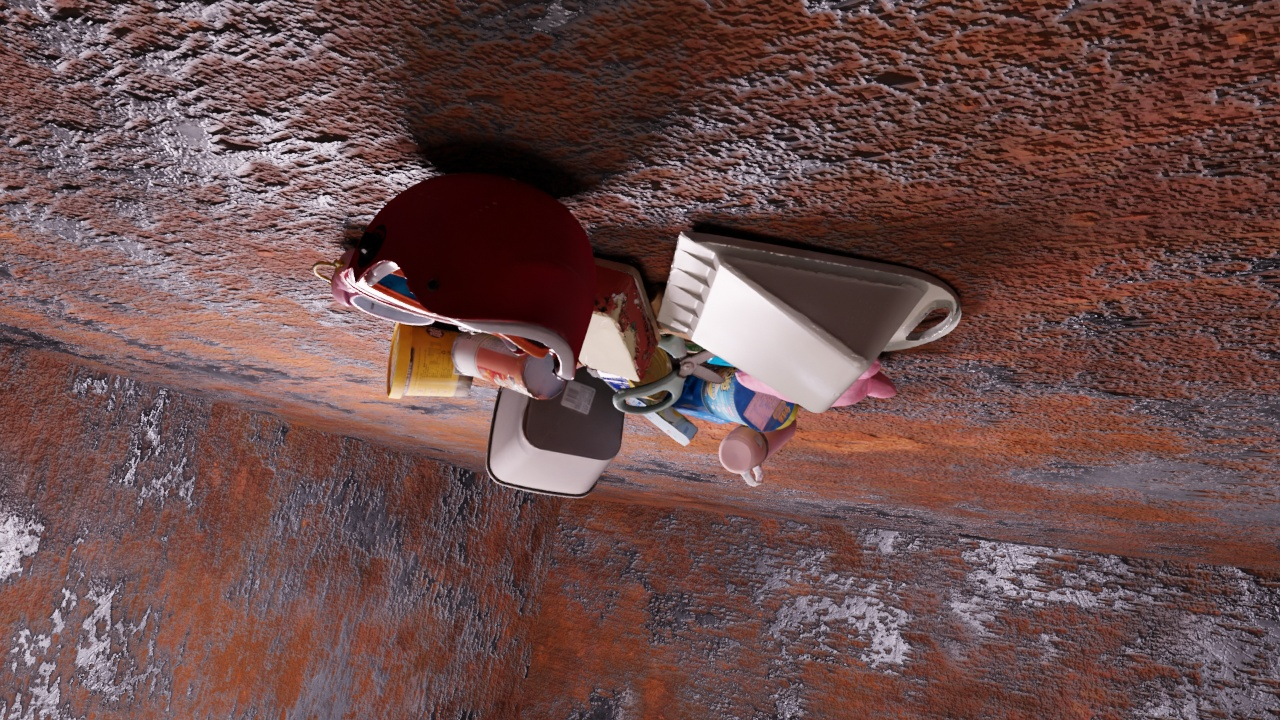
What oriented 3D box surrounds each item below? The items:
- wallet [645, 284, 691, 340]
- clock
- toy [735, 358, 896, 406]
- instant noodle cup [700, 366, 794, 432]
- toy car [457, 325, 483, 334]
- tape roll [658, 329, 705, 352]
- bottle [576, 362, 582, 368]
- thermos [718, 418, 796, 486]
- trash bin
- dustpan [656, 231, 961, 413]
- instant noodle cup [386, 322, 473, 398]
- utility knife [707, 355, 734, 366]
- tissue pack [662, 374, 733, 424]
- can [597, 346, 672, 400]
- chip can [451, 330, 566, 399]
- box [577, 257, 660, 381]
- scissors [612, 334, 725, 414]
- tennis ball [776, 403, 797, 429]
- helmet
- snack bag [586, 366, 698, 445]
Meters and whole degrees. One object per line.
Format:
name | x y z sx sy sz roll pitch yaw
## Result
wallet | 0.051 -0.050 1.040 0.115 0.033 0.090 16 163 -20
clock | -0.304 -0.090 1.078 0.158 0.059 0.117 17 164 -20
toy | 0.206 0.019 1.108 0.195 0.074 0.178 3 165 24
instant noodle cup | 0.139 0.044 1.246 0.099 0.099 0.110 17 173 -25
toy car | -0.187 -0.051 1.208 0.105 0.032 0.048 2 175 -13
tape roll | 0.058 -0.028 1.158 0.086 0.014 0.086 9 166 2
bottle | -0.106 -0.010 1.259 0.057 0.057 0.175 14 165 -17
thermos | 0.182 0.126 1.381 0.067 0.087 0.198 -29 178 26
trash bin | -0.127 0.098 1.471 0.199 0.198 0.220 12 159 -14
dustpan | 0.171 -0.057 0.915 0.258 0.142 0.223 35 162 7
instant noodle cup | -0.308 0.002 1.352 0.114 0.118 0.119 7 168 -20
utility knife | 0.163 0.004 1.178 0.178 0.018 0.034 8 160 -26
tissue pack | 0.101 0.055 1.381 0.157 0.052 0.095 17 163 -25
can | -0.007 0.007 1.225 0.049 0.074 0.148 8 166 26
chip can | -0.179 0.001 1.236 0.071 0.071 0.215 20 176 -36
box | -0.038 -0.036 0.991 0.091 0.077 0.168 15 159 18
scissors | 0.015 0.010 1.137 0.170 0.019 0.180 28 125 -19
tennis ball | 0.196 0.067 1.332 0.065 0.065 0.065 10 166 2
helmet | -0.140 -0.089 0.803 0.240 0.144 0.206 17 173 40
snack bag | -0.002 0.055 1.339 0.191 0.039 0.110 37 -171 1
